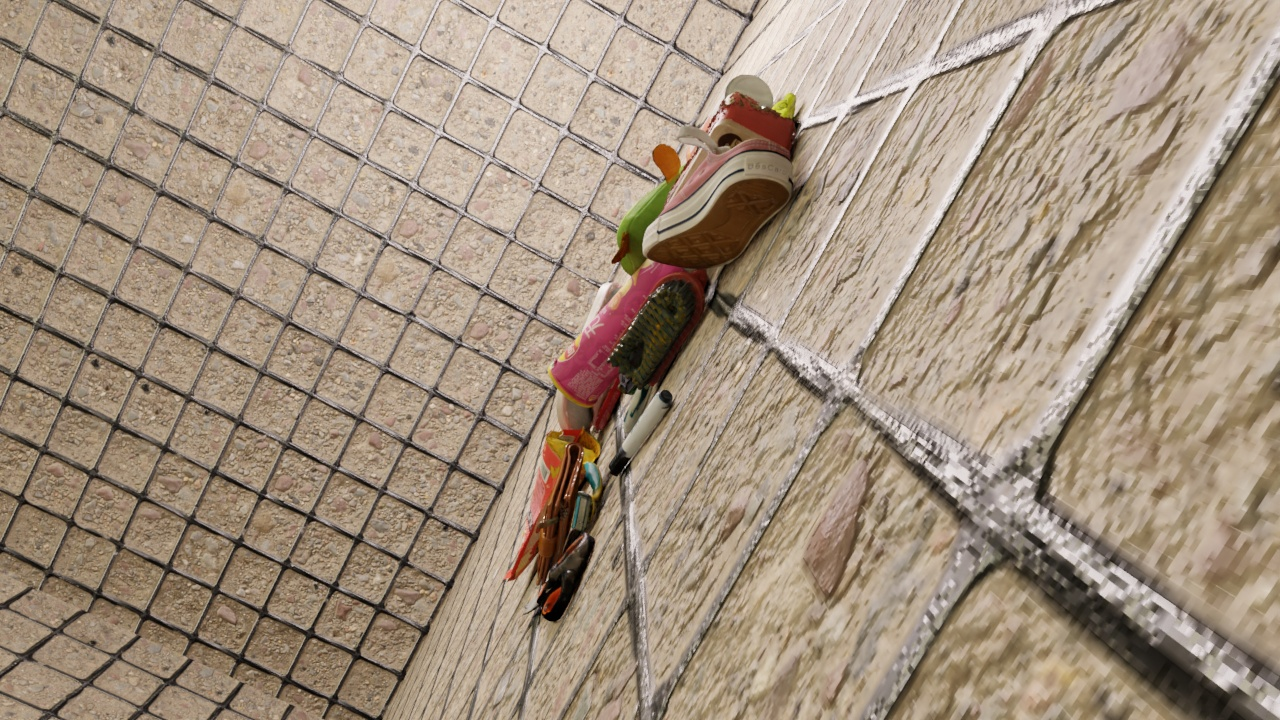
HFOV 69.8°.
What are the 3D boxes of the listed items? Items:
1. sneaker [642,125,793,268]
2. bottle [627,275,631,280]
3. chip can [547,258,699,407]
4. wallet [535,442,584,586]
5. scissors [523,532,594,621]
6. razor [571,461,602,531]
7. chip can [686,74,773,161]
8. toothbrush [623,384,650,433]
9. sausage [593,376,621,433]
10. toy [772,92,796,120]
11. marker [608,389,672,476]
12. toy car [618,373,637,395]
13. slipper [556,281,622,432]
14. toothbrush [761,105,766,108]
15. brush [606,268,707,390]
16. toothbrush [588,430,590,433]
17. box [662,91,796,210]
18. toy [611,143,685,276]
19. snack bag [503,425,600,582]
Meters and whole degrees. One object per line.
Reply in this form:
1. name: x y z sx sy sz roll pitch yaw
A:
1. sneaker: 0.074 -0.161 0.894 0.242 0.118 0.087 144 135 -64
2. bottle: 0.012 -0.110 1.364 0.068 0.068 0.197 -63 3 -6
3. chip can: -0.016 -0.041 1.072 0.211 0.071 0.071 -47 11 18
4. wallet: -0.090 0.177 1.024 0.118 0.035 0.131 -69 -7 -55
5. scissors: -0.103 0.253 0.954 0.236 0.021 0.136 -57 9 39
6. razor: -0.056 0.141 1.010 0.132 0.028 0.043 -91 8 -74
7. chip can: 0.127 -0.342 1.363 0.071 0.071 0.215 -64 7 -15
8. toothbrush: 0.014 0.010 1.059 0.018 0.016 0.191 -40 20 46
9. sausage: -0.032 0.035 1.302 0.155 0.020 0.020 -66 7 -20
10. toy: 0.148 -0.256 1.024 0.100 0.031 0.097 -60 5 -23
11. marker: -0.001 0.074 0.905 0.131 0.018 0.022 123 163 -44
12. toy car: -0.007 0.007 1.126 0.043 0.036 0.091 -51 26 28
13. slipper: -0.055 -0.004 1.331 0.114 0.054 0.273 66 -147 -44
14. toothbrush: 0.141 -0.258 1.105 0.223 0.026 0.027 -70 -26 -53
15. brush: 0.024 -0.040 0.987 0.069 0.063 0.146 -41 -12 -51
16. toothbrush: -0.107 0.167 1.373 0.016 0.018 0.180 -53 13 43
17. box: 0.089 -0.197 0.978 0.169 0.091 0.079 -56 13 47
18. toy: 0.035 -0.165 1.135 0.246 0.090 0.227 -46 -30 -28
19. snack bag: -0.125 0.191 1.233 0.128 0.073 0.208 -68 2 -63
